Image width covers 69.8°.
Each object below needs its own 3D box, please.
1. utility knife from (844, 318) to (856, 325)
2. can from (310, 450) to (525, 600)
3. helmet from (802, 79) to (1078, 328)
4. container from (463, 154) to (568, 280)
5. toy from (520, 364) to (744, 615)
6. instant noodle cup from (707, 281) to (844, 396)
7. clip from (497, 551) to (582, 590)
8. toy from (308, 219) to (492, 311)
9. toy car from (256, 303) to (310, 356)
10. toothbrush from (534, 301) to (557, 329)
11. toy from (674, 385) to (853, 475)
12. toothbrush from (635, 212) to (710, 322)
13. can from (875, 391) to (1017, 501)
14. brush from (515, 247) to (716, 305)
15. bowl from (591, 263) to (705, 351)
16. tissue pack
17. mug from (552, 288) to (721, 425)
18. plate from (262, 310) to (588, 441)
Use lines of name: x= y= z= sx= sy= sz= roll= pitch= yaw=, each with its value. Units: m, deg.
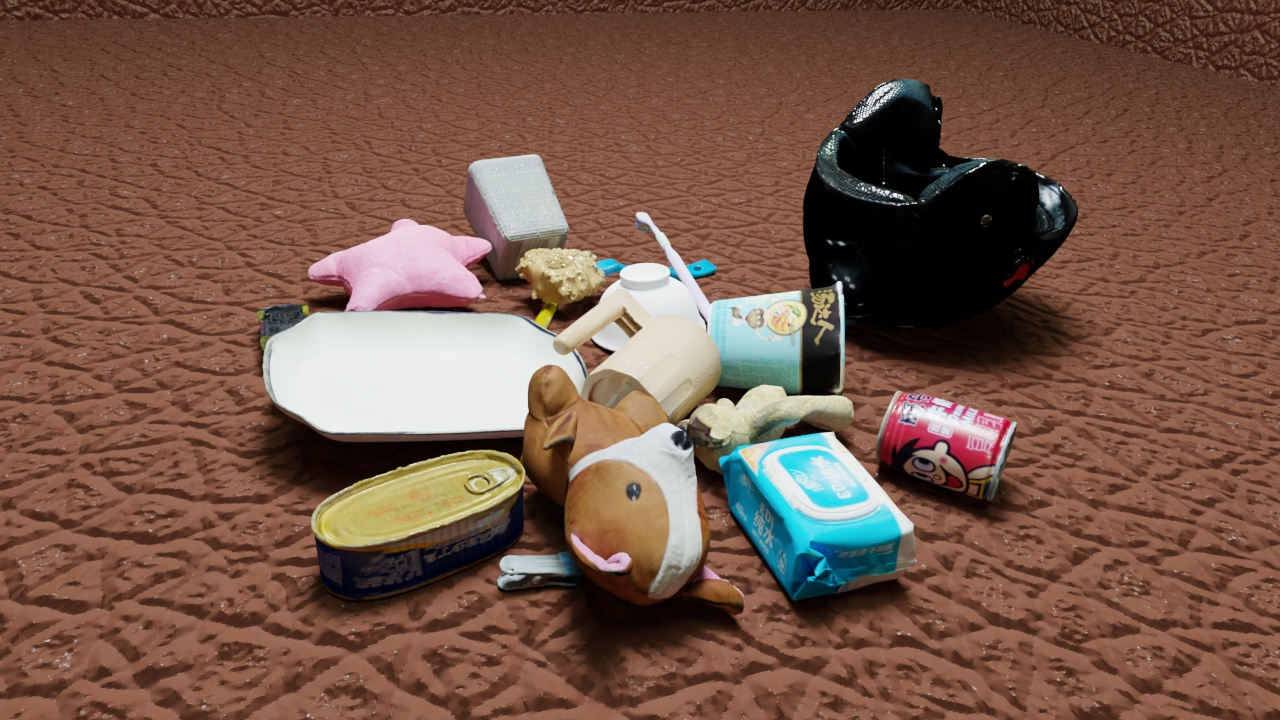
utility knife: x=0.135 y=-0.027 z=0.946 sx=0.206 sy=0.021 sz=0.031 roll=-4 pitch=29 yaw=-20
can: x=-0.148 y=0.111 z=0.630 sx=0.147 sy=0.049 sz=0.074 roll=-17 pitch=35 yaw=-32
helmet: x=0.299 y=-0.144 z=0.951 sx=0.274 sy=0.231 sz=0.233 roll=5 pitch=37 yaw=-17
container: x=-0.141 y=-0.160 z=1.049 sx=0.090 sy=0.090 sz=0.114 roll=-12 pitch=59 yaw=-23
toy: x=-0.009 y=0.086 z=0.627 sx=0.140 sy=0.131 sz=0.199 roll=17 pitch=28 yaw=-30
instant noodle cup: x=0.123 y=-0.015 z=0.837 sx=0.120 sy=0.111 sz=0.111 roll=0 pitch=28 yaw=10
clip: x=-0.067 y=0.142 z=0.617 sx=0.057 sy=0.033 sz=0.025 roll=1 pitch=31 yaw=-19
toy: x=-0.242 y=-0.090 z=0.960 sx=0.179 sy=0.075 sz=0.194 roll=19 pitch=36 yaw=22
toy car: x=-0.336 y=-0.025 z=0.874 sx=0.049 sy=0.031 sz=0.106 roll=-9 pitch=32 yaw=-21
toothbrush: x=-0.094 y=-0.068 z=0.989 sx=0.016 sy=0.017 sz=0.189 roll=7 pitch=29 yaw=5
toy: x=0.106 y=0.052 z=0.756 sx=0.157 sy=0.066 sz=0.105 roll=-8 pitch=8 yaw=-29
toothbrush: x=0.040 y=-0.101 z=1.012 sx=0.021 sy=0.029 sz=0.189 roll=-38 pitch=52 yaw=9
can: x=0.242 y=0.066 z=0.730 sx=0.094 sy=0.067 sz=0.066 roll=18 pitch=33 yaw=25
brush: x=-0.019 y=-0.098 z=1.019 sx=0.254 sy=0.046 sz=0.083 roll=-6 pitch=33 yaw=-35
bowl: x=0.006 y=-0.059 z=0.923 sx=0.118 sy=0.065 sz=0.118 roll=-2 pitch=27 yaw=1
tissue pack: x=0.123 y=0.105 z=0.652 sx=0.090 sy=0.063 sz=0.140 roll=-7 pitch=31 yaw=-17
mug: x=-0.005 y=0.005 z=0.777 sx=0.124 sy=0.084 sz=0.103 roll=47 pitch=41 yaw=2
plate: x=-0.174 y=0.018 z=0.769 sx=0.265 sy=0.034 sz=0.162 roll=-1 pitch=38 yaw=-25
